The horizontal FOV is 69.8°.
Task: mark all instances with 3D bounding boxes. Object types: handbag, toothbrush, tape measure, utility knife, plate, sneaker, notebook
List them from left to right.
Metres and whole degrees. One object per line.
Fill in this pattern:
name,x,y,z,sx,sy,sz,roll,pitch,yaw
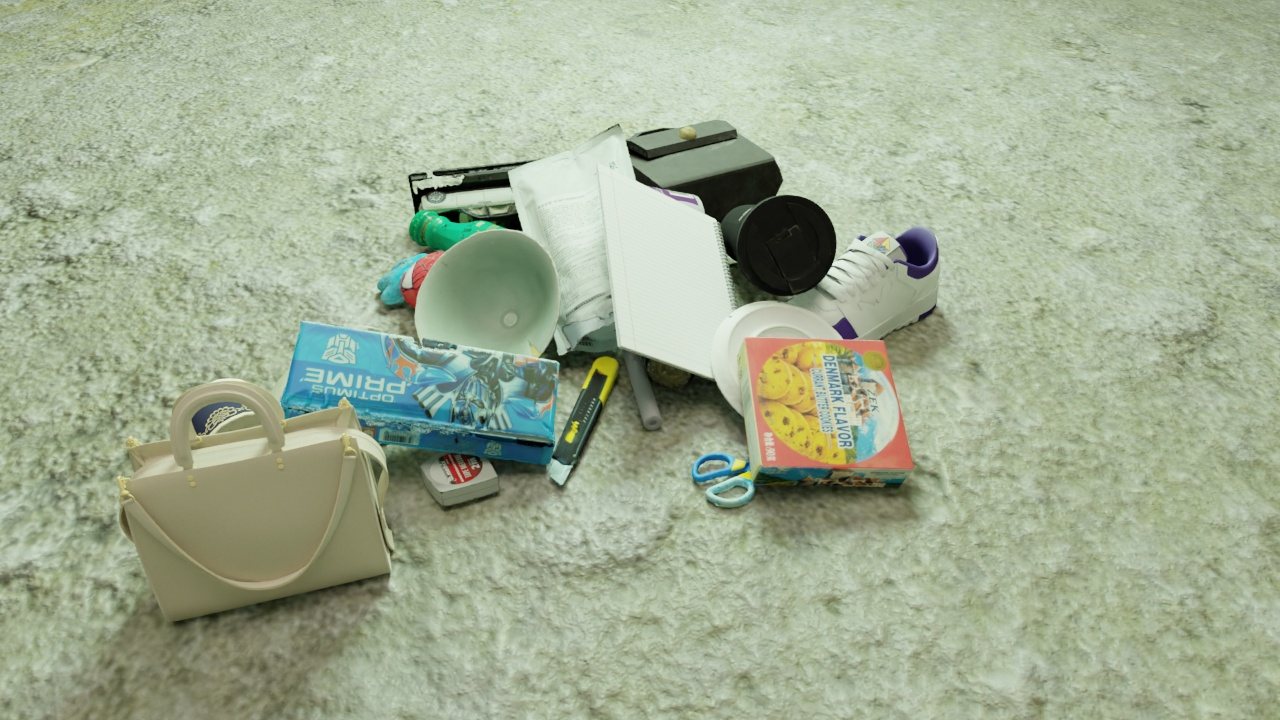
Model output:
handbag,-0.297,0.094,0.709,0.194,0.198,0.101,-11,39,-14
tape measure,-0.166,0.105,0.842,0.062,0.020,0.060,-15,35,-21
utility knife,-0.056,0.057,0.910,0.029,0.020,0.187,7,39,11
toothbrush,-0.006,0.006,0.975,0.018,0.019,0.187,-41,35,18
notebook,0.036,-0.088,0.971,0.177,0.013,0.245,19,48,-34
handbag,0.062,-0.278,1.277,0.197,0.102,0.199,-19,42,-24
plate,0.148,0.004,0.930,0.157,0.014,0.156,6,61,-12
sneaker,0.243,-0.083,1.019,0.243,0.111,0.092,-21,43,-26

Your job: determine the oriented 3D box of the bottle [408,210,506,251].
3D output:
bottle,-0.191,-0.134,1.115,0.210,0.068,0.067,22,42,25

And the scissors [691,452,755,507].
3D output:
scissors,0.109,0.097,0.865,0.130,0.022,0.070,-22,43,-20

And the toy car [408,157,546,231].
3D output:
toy car,-0.201,-0.203,1.205,0.191,0.094,0.071,-7,59,-11

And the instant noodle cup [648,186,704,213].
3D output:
instant noodle cup,0.011,-0.161,1.125,0.121,0.122,0.136,-1,27,-18

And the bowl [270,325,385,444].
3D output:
bowl,-0.292,0.012,0.931,0.176,0.058,0.176,0,38,0

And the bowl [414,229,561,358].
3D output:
bowl,-0.154,-0.051,1.001,0.174,0.068,0.174,-5,71,15

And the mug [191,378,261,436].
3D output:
mug,-0.381,0.074,0.841,0.112,0.085,0.089,-51,50,-4

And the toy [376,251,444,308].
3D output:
toy,-0.251,-0.095,1.072,0.133,0.062,0.092,11,34,30

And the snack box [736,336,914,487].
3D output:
snack box,0.170,0.047,0.866,0.145,0.040,0.142,1,56,-7

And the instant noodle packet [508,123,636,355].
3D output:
instant noodle packet,-0.058,-0.138,1.029,0.147,0.057,0.268,-19,60,6

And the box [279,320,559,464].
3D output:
box,-0.196,0.026,0.841,0.243,0.085,0.091,9,28,-14

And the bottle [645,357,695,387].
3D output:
bottle,0.046,-0.036,1.000,0.056,0.056,0.160,8,38,9

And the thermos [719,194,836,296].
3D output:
thermos,0.144,-0.138,1.052,0.106,0.106,0.218,-3,12,-5
